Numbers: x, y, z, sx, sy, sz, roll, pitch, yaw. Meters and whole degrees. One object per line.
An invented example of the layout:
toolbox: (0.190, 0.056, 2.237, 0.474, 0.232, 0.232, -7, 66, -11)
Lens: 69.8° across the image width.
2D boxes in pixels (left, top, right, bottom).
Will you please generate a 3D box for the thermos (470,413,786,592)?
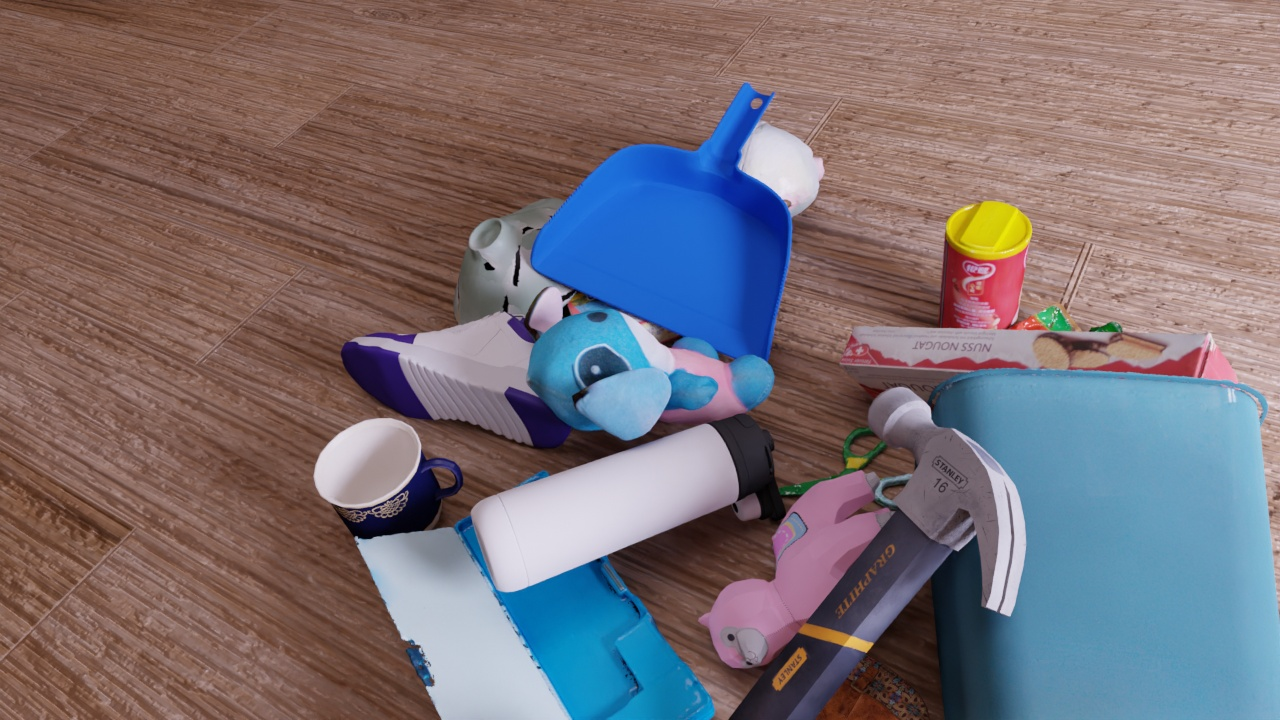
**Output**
thermos: (-0.003, 0.114, 0.683, 0.229, 0.101, 0.068, -18, 27, -15)

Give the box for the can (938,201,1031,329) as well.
can: (0.295, -0.070, 0.792, 0.067, 0.124, 0.066, -7, 46, 7)

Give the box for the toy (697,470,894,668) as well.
toy: (0.117, 0.152, 0.656, 0.158, 0.067, 0.123, -32, 16, 14)

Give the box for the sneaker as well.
sneaker: (-0.157, -0.003, 0.852, 0.244, 0.092, 0.110, 14, 50, 18)

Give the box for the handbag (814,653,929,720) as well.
handbag: (0.099, 0.270, 0.580, 0.093, 0.043, 0.195, 28, 62, 34)

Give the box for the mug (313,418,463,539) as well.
mug: (-0.196, 0.107, 0.753, 0.112, 0.089, 0.085, -5, 47, 7)

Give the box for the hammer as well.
hammer: (0.103, 0.174, 0.549, 0.313, 0.035, 0.139, -55, 36, 13)

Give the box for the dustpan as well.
dustpan: (0.060, -0.155, 0.870, 0.246, 0.060, 0.257, 24, 68, 15)

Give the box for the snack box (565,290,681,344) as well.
snack box: (-0.005, -0.073, 0.913, 0.142, 0.040, 0.144, -21, 47, -5)

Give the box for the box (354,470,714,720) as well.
box: (-0.083, 0.199, 0.668, 0.175, 0.060, 0.243, -17, 44, -28)

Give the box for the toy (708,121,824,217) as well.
toy: (0.132, -0.208, 0.980, 0.139, 0.102, 0.179, 17, 30, 22)

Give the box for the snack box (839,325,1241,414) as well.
snack box: (0.276, 0.013, 0.673, 0.273, 0.076, 0.044, 4, 62, 51)

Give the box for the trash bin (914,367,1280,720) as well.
trash bin: (0.271, 0.149, 0.560, 0.199, 0.197, 0.218, 2, 55, 14)

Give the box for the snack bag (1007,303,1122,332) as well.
snack bag: (0.342, 0.002, 0.773, 0.155, 0.044, 0.087, -25, 66, -13)

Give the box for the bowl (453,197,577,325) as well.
bowl: (-0.136, -0.108, 0.920, 0.174, 0.068, 0.174, -17, 53, 23)

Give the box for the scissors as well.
scissors: (0.171, 0.105, 0.734, 0.131, 0.012, 0.108, -38, 52, -22)

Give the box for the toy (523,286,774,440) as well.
toy: (-0.004, 0.004, 0.759, 0.191, 0.099, 0.224, 4, 18, -27)
